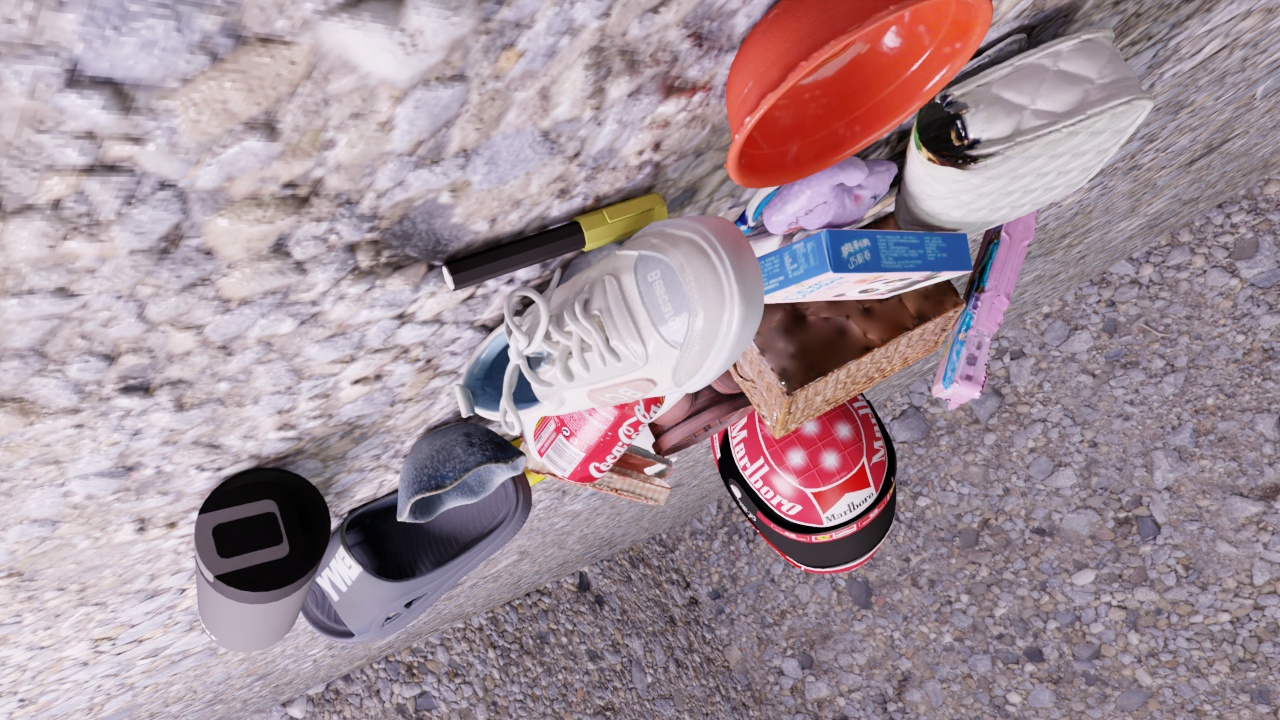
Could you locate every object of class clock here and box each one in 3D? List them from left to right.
[{"bbox_3d":[0.056,0.038,0.942,0.120,0.072,0.158,-25,167,-13],"label":"clock"}]

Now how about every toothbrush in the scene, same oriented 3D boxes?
[{"bbox_3d":[0.071,-0.088,0.584,0.016,0.017,0.190,-19,159,-36],"label":"toothbrush"}]

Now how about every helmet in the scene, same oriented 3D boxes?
[{"bbox_3d":[0.198,0.120,1.100,0.197,0.271,0.225,-29,162,-6],"label":"helmet"}]

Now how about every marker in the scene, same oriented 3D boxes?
[{"bbox_3d":[-0.043,-0.063,0.480,0.123,0.017,0.021,-21,165,-20],"label":"marker"}]

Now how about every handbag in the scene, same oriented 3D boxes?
[{"bbox_3d":[0.244,-0.147,0.625,0.139,0.072,0.195,-20,168,7],"label":"handbag"}]

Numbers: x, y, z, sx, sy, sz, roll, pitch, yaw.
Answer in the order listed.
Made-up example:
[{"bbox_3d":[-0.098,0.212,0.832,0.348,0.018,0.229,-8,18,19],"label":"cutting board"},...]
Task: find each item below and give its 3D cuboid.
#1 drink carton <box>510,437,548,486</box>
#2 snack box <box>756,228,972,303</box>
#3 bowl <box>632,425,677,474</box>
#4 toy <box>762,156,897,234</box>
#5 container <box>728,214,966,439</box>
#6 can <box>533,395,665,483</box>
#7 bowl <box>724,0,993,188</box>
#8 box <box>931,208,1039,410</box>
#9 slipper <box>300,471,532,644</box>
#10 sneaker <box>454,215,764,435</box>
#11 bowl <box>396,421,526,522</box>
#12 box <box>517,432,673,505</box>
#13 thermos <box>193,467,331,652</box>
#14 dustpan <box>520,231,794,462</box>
[{"bbox_3d":[-0.070,0.084,0.928,0.134,0.043,0.059,-23,165,-21],"label":"drink carton"},{"bbox_3d":[0.159,-0.068,0.669,0.153,0.033,0.088,-4,172,-34],"label":"snack box"},{"bbox_3d":[0.005,0.104,1.111,0.113,0.063,0.113,-27,168,-7],"label":"bowl"},{"bbox_3d":[0.129,-0.110,0.605,0.099,0.036,0.080,-15,163,-38],"label":"toy"},{"bbox_3d":[0.173,-0.033,0.818,0.198,0.113,0.113,-28,162,-7],"label":"container"},{"bbox_3d":[-0.028,0.035,0.653,0.064,0.064,0.105,-13,150,-47],"label":"can"},{"bbox_3d":[0.086,-0.133,0.409,0.130,0.045,0.131,-26,167,-7],"label":"bowl"},{"bbox_3d":[0.319,-0.068,0.852,0.159,0.035,0.230,46,64,-78],"label":"box"},{"bbox_3d":[-0.222,0.177,0.844,0.268,0.110,0.083,-34,163,13],"label":"slipper"},{"bbox_3d":[-0.032,-0.006,0.510,0.090,0.089,0.243,-22,179,-35],"label":"sneaker"},{"bbox_3d":[-0.152,0.084,0.739,0.110,0.055,0.110,-26,167,-6],"label":"bowl"},{"bbox_3d":[-0.040,0.092,0.885,0.188,0.064,0.056,23,174,-42],"label":"box"},{"bbox_3d":[-0.287,0.157,0.685,0.082,0.082,0.241,-20,165,-32],"label":"thermos"},{"bbox_3d":[-0.004,0.004,0.732,0.191,0.053,0.259,-19,164,-32],"label":"dustpan"}]
